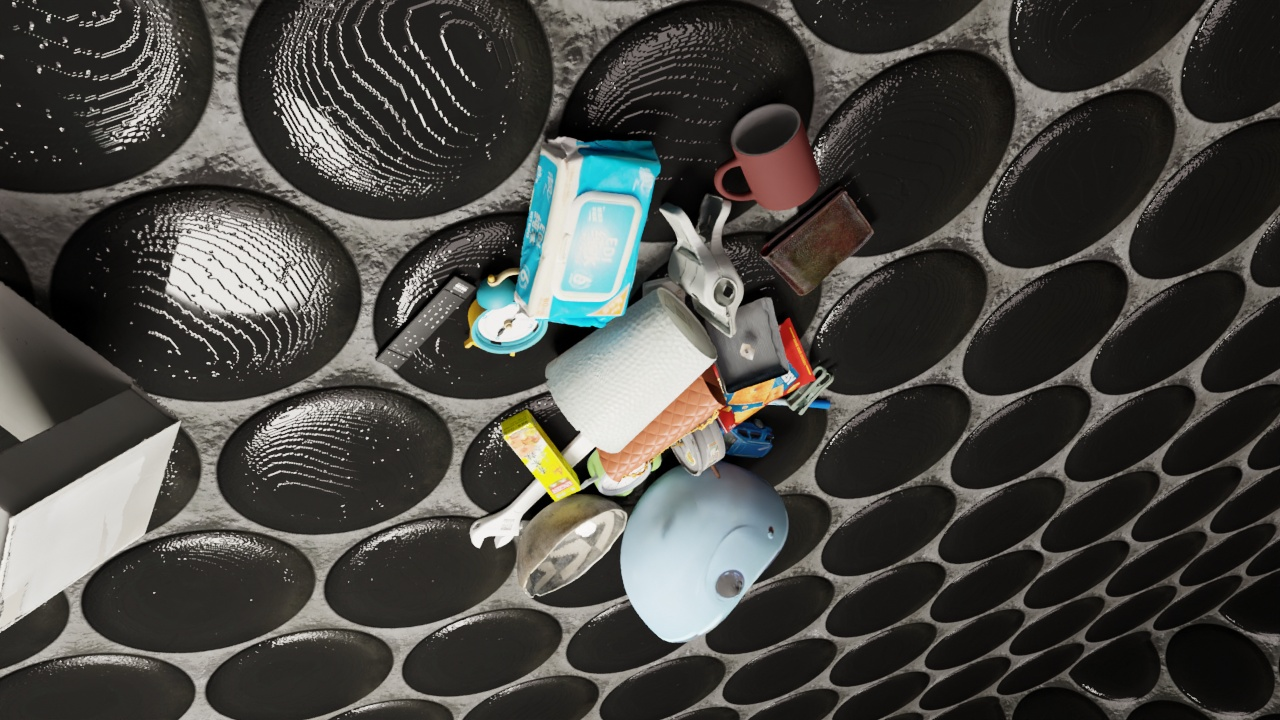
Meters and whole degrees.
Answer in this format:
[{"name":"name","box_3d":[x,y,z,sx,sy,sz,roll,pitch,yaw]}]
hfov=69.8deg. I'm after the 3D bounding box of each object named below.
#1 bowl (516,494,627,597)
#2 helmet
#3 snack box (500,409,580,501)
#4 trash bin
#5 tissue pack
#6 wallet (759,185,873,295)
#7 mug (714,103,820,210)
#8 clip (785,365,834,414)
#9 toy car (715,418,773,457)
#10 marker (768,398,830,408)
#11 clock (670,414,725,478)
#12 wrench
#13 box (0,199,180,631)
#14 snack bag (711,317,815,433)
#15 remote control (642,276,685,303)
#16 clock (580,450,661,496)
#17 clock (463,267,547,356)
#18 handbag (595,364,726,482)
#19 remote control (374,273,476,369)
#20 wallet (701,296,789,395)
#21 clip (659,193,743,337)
[{"name":"bowl","box_3d":[-0.109,0.243,1.284,0.178,0.081,0.179,-33,155,-18]},{"name":"helmet","box_3d":[0.066,0.253,1.288,0.167,0.226,0.265,36,81,-21]},{"name":"snack box","box_3d":[-0.127,0.125,1.187,0.040,0.029,0.148,-27,131,4]},{"name":"trash bin","box_3d":[-0.006,0.006,1.055,0.161,0.133,0.133,-39,137,17]},{"name":"tissue pack","box_3d":[-0.057,-0.123,0.926,0.116,0.066,0.210,-1,122,-30]},{"name":"wallet","box_3d":[0.210,-0.141,1.088,0.120,0.031,0.099,-40,139,13]},{"name":"mug","box_3d":[0.127,-0.200,0.949,0.106,0.073,0.082,-32,138,3]},{"name":"clip","box_3d":[0.238,0.040,1.284,0.045,0.023,0.076,31,106,-38]},{"name":"toy car","box_3d":[0.136,0.108,1.297,0.120,0.043,0.056,12,130,-31]},{"name":"marker","box_3d":[0.212,0.060,1.307,0.141,0.013,0.013,4,131,-28]},{"name":"clock","box_3d":[0.066,0.088,1.204,0.056,0.104,0.148,-23,134,-17]},{"name":"wrench","box_3d":[-0.137,0.171,1.255,0.066,0.018,0.274,26,117,-41]},{"name":"box","box_3d":[-0.552,0.036,0.829,0.171,0.380,0.168,-3,137,-46]},{"name":"snack bag","box_3d":[0.152,0.022,1.216,0.144,0.039,0.131,-31,133,1]},{"name":"remote control","box_3d":[0.028,-0.045,1.111,0.050,0.011,0.136,-13,138,-12]},{"name":"clock","box_3d":[-0.024,0.145,1.255,0.094,0.042,0.119,-42,145,18]},{"name":"clock","box_3d":[-0.139,-0.053,1.004,0.099,0.043,0.130,10,135,-33]},{"name":"handbag","box_3d":[0.020,0.063,1.132,0.172,0.108,0.060,-38,141,23]},{"name":"remote control","box_3d":[-0.233,-0.041,0.994,0.140,0.009,0.030,-42,136,19]},{"name":"wallet","box_3d":[0.131,-0.019,1.151,0.089,0.026,0.115,-19,114,-2]},{"name":"clip","box_3d":[0.066,-0.105,0.996,0.075,0.125,0.144,-18,114,-14]}]
